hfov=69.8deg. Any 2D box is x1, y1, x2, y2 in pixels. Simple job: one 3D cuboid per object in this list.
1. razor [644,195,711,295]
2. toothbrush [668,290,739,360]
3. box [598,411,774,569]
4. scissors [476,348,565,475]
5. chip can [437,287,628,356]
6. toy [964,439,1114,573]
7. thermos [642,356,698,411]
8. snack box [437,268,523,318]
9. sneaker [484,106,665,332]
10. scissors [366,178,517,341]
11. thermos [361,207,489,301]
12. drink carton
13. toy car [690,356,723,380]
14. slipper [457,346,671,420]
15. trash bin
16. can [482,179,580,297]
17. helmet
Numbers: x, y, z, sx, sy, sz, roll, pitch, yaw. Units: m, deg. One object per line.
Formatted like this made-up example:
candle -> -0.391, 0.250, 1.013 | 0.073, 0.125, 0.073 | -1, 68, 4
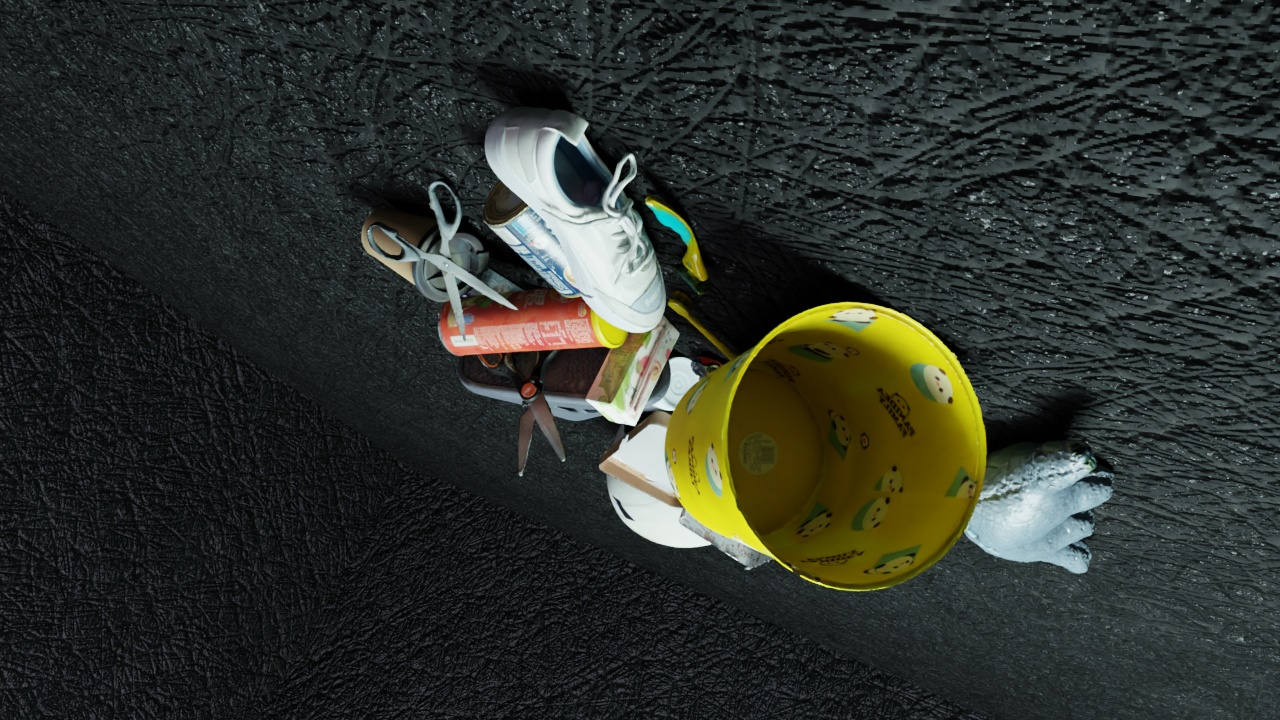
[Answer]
razor -> 0.032, -0.104, 0.785 | 0.043, 0.028, 0.132 | 53, -179, 33
toothbrush -> 0.091, -0.016, 0.970 | 0.016, 0.016, 0.190 | 5, 153, 48
box -> 0.092, 0.155, 1.178 | 0.260, 0.082, 0.178 | 32, 145, -10
scissors -> -0.121, 0.014, 1.046 | 0.224, 0.204, 0.022 | 38, 170, 33
chip can -> -0.119, -0.043, 1.008 | 0.217, 0.073, 0.073 | -4, 148, 29
toy -> 0.375, 0.142, 0.884 | 0.138, 0.091, 0.356 | 5, 156, 24
thermos -> -0.005, 0.035, 1.164 | 0.070, 0.070, 0.221 | 35, 160, -22
snack box -> -0.165, -0.044, 1.206 | 0.182, 0.045, 0.178 | 32, 161, -15
sneaker -> -0.025, -0.113, 0.762 | 0.091, 0.089, 0.242 | 6, 147, 40
scissors -> -0.204, -0.107, 0.963 | 0.181, 0.160, 0.014 | 23, -155, -2
thermos -> -0.249, -0.126, 1.041 | 0.143, 0.093, 0.093 | 25, 164, 35
drink carton -> -0.006, 0.006, 0.991 | 0.046, 0.122, 0.053 | 9, 154, 40
toy car -> 0.104, 0.029, 1.045 | 0.106, 0.031, 0.049 | 35, 164, 0
slipper -> -0.085, 0.015, 1.095 | 0.268, 0.110, 0.083 | 3, 153, 20
trash bin -> 0.143, 0.082, 0.848 | 0.229, 0.229, 0.256 | 30, 167, -9
can -> -0.080, -0.119, 0.829 | 0.075, 0.075, 0.111 | 9, 154, 45
helmet -> 0.056, 0.201, 1.391 | 0.275, 0.156, 0.230 | 6, 153, 49
